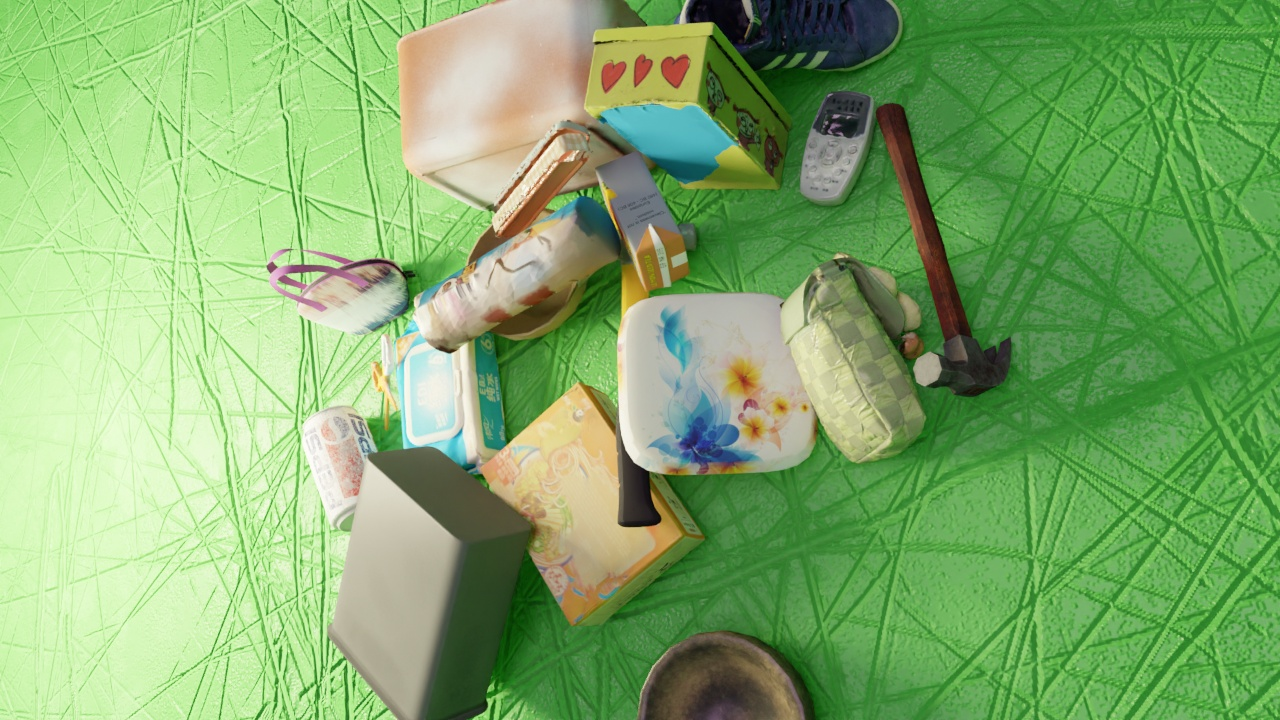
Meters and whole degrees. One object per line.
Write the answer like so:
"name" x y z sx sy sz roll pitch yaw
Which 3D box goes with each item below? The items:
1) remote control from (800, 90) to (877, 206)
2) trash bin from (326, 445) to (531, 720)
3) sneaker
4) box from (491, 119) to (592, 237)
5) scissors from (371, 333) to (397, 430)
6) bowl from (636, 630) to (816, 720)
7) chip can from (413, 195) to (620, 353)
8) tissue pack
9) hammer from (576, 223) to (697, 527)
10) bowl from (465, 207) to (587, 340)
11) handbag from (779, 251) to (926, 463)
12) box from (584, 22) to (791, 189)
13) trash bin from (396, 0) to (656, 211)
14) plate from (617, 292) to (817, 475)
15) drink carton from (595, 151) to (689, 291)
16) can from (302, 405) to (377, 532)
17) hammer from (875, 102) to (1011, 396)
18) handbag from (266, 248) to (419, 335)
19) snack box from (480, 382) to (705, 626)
"remote control" 0.194 -0.209 0.905 0.060 0.028 0.114 18 88 29
"trash bin" -0.221 0.229 0.943 0.192 0.097 0.220 30 112 37
"sneaker" 0.141 -0.324 0.857 0.233 0.118 0.091 -4 92 3
"box" -0.105 -0.177 0.937 0.187 0.060 0.057 -35 17 55
"scissors" -0.302 0.024 1.086 0.125 0.011 0.130 46 136 50
"bowl" 0.083 0.326 0.827 0.162 0.070 0.162 -6 77 26
"chip can" -0.130 -0.084 0.940 0.230 0.079 0.079 -26 69 27
"tissue pack" -0.218 0.037 1.048 0.117 0.066 0.209 -16 70 23
"hammer" -0.005 0.005 0.905 0.127 0.029 0.323 -3 64 7
"bowl" -0.121 -0.092 1.027 0.152 0.050 0.152 -7 73 23
"handbag" 0.202 -0.007 0.824 0.116 0.113 0.186 -23 81 -12
"box" 0.052 -0.236 0.876 0.125 0.220 0.082 6 82 30
"trash bin" -0.120 -0.274 0.996 0.260 0.181 0.157 -8 78 24
"plate" 0.072 0.015 0.871 0.187 0.016 0.186 -2 66 -1
"drink carton" 0.002 -0.139 0.915 0.048 0.076 0.124 -22 59 -2
"can" -0.346 0.127 1.085 0.078 0.078 0.136 -36 66 16
"hammer" 0.259 -0.108 0.823 0.028 0.111 0.300 -38 51 46
"handbag" -0.364 -0.091 1.087 0.145 0.169 0.068 -26 69 20
"snack box" -0.049 0.145 0.926 0.145 0.080 0.195 -41 64 11
